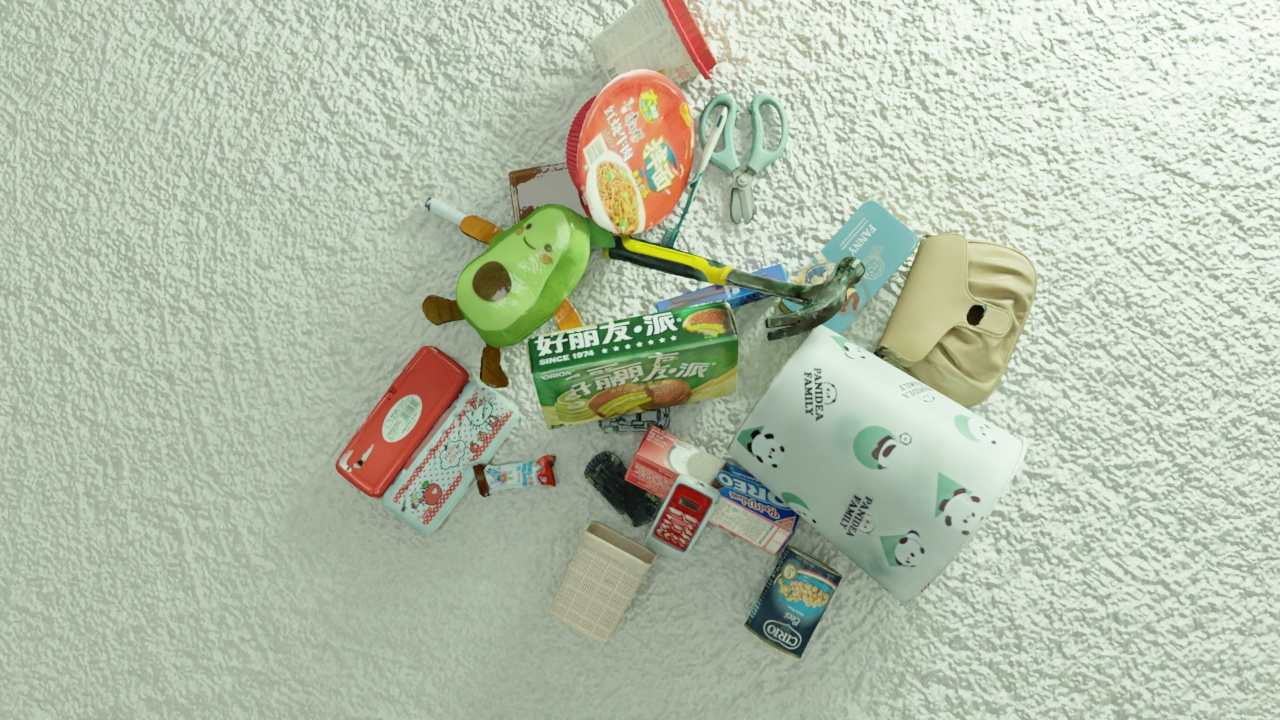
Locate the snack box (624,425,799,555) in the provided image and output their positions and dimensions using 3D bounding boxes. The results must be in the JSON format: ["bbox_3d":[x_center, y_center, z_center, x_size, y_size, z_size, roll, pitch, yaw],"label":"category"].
[{"bbox_3d":[0.087,0.156,1.095,0.207,0.058,0.057,27,44,4],"label":"snack box"}]

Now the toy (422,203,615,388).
[{"bbox_3d":[-0.150,-0.094,1.116,0.227,0.090,0.247,46,102,13],"label":"toy"}]

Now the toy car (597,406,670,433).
[{"bbox_3d":[-0.008,0.069,1.133,0.090,0.034,0.043,-2,89,3],"label":"toy car"}]

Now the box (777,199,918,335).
[{"bbox_3d":[0.254,-0.109,1.114,0.090,0.059,0.184,39,91,5],"label":"box"}]

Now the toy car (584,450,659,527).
[{"bbox_3d":[-0.022,0.158,1.129,0.049,0.031,0.105,-45,83,3],"label":"toy car"}]

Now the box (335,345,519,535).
[{"bbox_3d":[-0.267,0.100,1.149,0.158,0.038,0.201,36,88,6],"label":"box"}]

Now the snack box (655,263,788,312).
[{"bbox_3d":[0.097,-0.075,1.110,0.157,0.084,0.026,-18,84,3],"label":"snack box"}]

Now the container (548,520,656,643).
[{"bbox_3d":[-0.048,0.265,1.096,0.090,0.090,0.111,27,91,6],"label":"container"}]

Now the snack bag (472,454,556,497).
[{"bbox_3d":[-0.154,0.143,1.142,0.105,0.026,0.045,-8,108,3],"label":"snack bag"}]

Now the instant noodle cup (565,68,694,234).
[{"bbox_3d":[-0.022,-0.252,1.103,0.066,0.193,0.194,23,87,41],"label":"instant noodle cup"}]

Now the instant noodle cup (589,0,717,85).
[{"bbox_3d":[0.014,-0.385,1.130,0.124,0.116,0.116,-27,84,13],"label":"instant noodle cup"}]

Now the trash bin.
[{"bbox_3d":[0.251,0.103,1.024,0.252,0.229,0.229,37,89,11],"label":"trash bin"}]

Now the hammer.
[{"bbox_3d":[0.084,-0.101,1.058,0.324,0.032,0.125,19,53,35],"label":"hammer"}]

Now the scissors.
[{"bbox_3d":[0.116,-0.253,1.155,0.139,0.019,0.180,11,88,5],"label":"scissors"}]

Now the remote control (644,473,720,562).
[{"bbox_3d":[0.048,0.189,1.086,0.056,0.020,0.136,26,131,3],"label":"remote control"}]

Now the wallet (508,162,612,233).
[{"bbox_3d":[-0.102,-0.197,1.162,0.124,0.032,0.101,-9,88,4],"label":"wallet"}]

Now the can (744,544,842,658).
[{"bbox_3d":[0.181,0.282,1.083,0.075,0.075,0.111,28,88,6],"label":"can"}]

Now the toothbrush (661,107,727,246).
[{"bbox_3d":[0.067,-0.226,1.147,0.018,0.016,0.192,24,96,17],"label":"toothbrush"}]

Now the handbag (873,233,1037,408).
[{"bbox_3d":[0.373,-0.049,1.079,0.148,0.100,0.204,24,84,2],"label":"handbag"}]

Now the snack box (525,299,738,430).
[{"bbox_3d":[-0.006,0.006,1.076,0.240,0.115,0.063,-10,54,-3],"label":"snack box"}]

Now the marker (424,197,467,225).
[{"bbox_3d":[-0.218,-0.172,1.175,0.131,0.018,0.022,27,98,5],"label":"marker"}]
